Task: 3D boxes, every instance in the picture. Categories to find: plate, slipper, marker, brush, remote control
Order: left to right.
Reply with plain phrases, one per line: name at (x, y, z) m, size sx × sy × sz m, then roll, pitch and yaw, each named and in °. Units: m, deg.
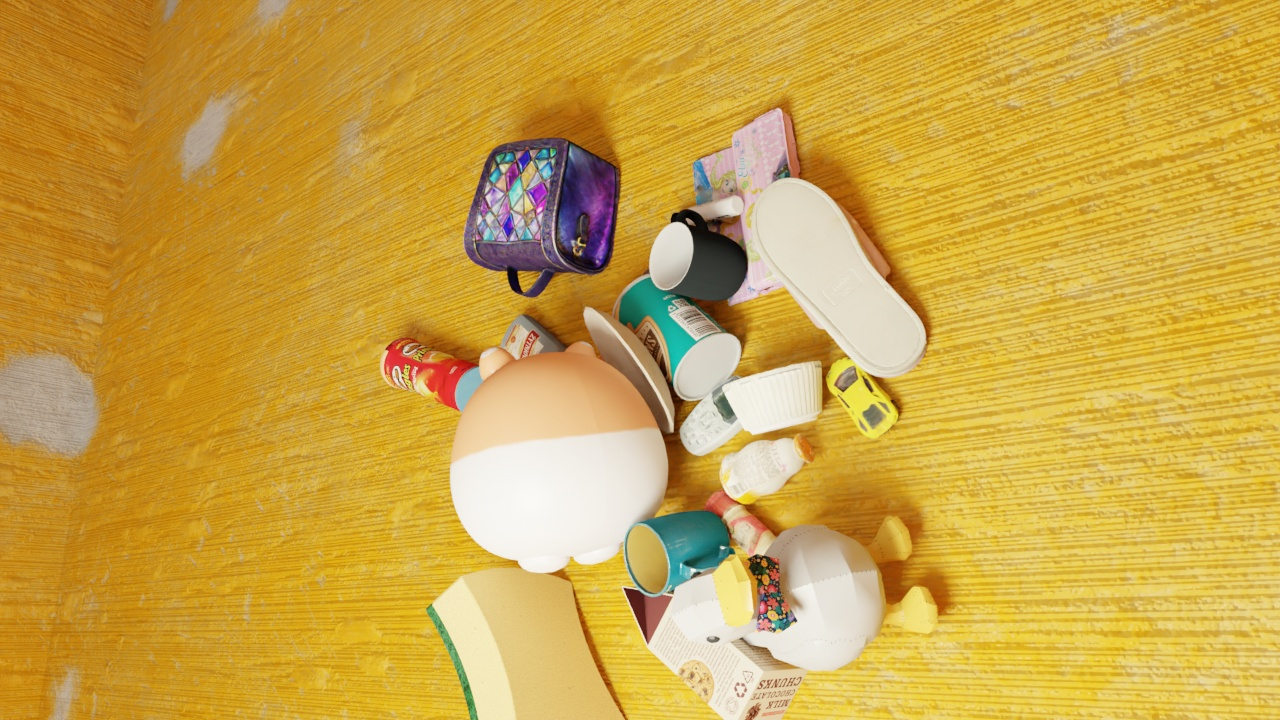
brush at (-0.138, 0.383, 1.133) m, size 0.075 × 0.194 × 0.250 m, roll -44°, pitch 54°, yaw 22°
plate at (-0.007, 0.006, 1.144) m, size 0.027 × 0.189 × 0.188 m, roll -35°, pitch 51°, yaw -11°
marker at (0.083, -0.192, 1.198) m, size 0.126 × 0.025 × 0.025 m, roll -5°, pitch 74°, yaw 52°
remote control at (0.097, 0.070, 1.134) m, size 0.114 × 0.028 × 0.060 m, roll -42°, pitch 55°, yaw 23°
slipper at (0.223, -0.095, 1.046) m, size 0.114 × 0.054 × 0.274 m, roll -34°, pitch 69°, yaw 6°

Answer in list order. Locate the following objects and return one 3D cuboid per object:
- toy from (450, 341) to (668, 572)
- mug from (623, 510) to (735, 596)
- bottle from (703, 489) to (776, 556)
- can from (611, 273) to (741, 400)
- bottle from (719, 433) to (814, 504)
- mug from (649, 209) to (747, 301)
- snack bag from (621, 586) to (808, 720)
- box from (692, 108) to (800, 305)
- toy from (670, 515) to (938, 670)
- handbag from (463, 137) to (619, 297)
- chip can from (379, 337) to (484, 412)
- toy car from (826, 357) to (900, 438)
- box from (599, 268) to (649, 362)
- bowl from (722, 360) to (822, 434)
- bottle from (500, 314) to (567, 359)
toy at (-0.105, 0.115, 1.132) m, size 0.266 × 0.262 × 0.280 m, roll -32°, pitch 66°, yaw 59°
mug at (0.055, 0.217, 1.037) m, size 0.112 × 0.104 × 0.084 m, roll 16°, pitch 110°, yaw 48°
bottle at (0.122, 0.197, 1.068) m, size 0.109 × 0.044 × 0.044 m, roll 40°, pitch 104°, yaw 39°
can at (0.044, -0.032, 1.160) m, size 0.099 × 0.099 × 0.144 m, roll -55°, pitch 50°, yaw 14°
bottle at (0.146, 0.121, 1.057) m, size 0.109 × 0.063 × 0.063 m, roll -30°, pitch 60°, yaw 29°
mug at (0.071, -0.136, 1.142) m, size 0.085 × 0.094 × 0.121 m, roll -36°, pitch 55°, yaw 43°
snack bag at (0.074, 0.315, 1.040) m, size 0.206 × 0.094 × 0.070 m, roll 32°, pitch 99°, yaw 41°
box at (0.136, -0.190, 1.177) m, size 0.159 × 0.035 × 0.230 m, roll -21°, pitch 64°, yaw 40°
toy at (0.150, 0.237, 0.906) m, size 0.247 × 0.267 × 0.140 m, roll 110°, pitch 149°, yaw -59°
handbag at (-0.148, -0.203, 1.356) m, size 0.205 × 0.125 × 0.222 m, roll 7°, pitch 83°, yaw 41°
chip can at (-0.323, 0.026, 1.466) m, size 0.214 × 0.087 × 0.087 m, roll 17°, pitch 89°, yaw 41°
toy car at (0.244, 0.039, 1.018) m, size 0.049 × 0.030 × 0.107 m, roll -48°, pitch 51°, yaw 21°
box at (-0.014, -0.039, 1.251) m, size 0.187 × 0.053 × 0.058 m, roll -65°, pitch 16°, yaw 4°
bowl at (0.156, 0.045, 1.043) m, size 0.116 × 0.115 × 0.062 m, roll -19°, pitch 81°, yaw 35°
bottle at (-0.141, -0.001, 1.344) m, size 0.161 × 0.046 × 0.072 m, roll 39°, pitch 104°, yaw 40°
